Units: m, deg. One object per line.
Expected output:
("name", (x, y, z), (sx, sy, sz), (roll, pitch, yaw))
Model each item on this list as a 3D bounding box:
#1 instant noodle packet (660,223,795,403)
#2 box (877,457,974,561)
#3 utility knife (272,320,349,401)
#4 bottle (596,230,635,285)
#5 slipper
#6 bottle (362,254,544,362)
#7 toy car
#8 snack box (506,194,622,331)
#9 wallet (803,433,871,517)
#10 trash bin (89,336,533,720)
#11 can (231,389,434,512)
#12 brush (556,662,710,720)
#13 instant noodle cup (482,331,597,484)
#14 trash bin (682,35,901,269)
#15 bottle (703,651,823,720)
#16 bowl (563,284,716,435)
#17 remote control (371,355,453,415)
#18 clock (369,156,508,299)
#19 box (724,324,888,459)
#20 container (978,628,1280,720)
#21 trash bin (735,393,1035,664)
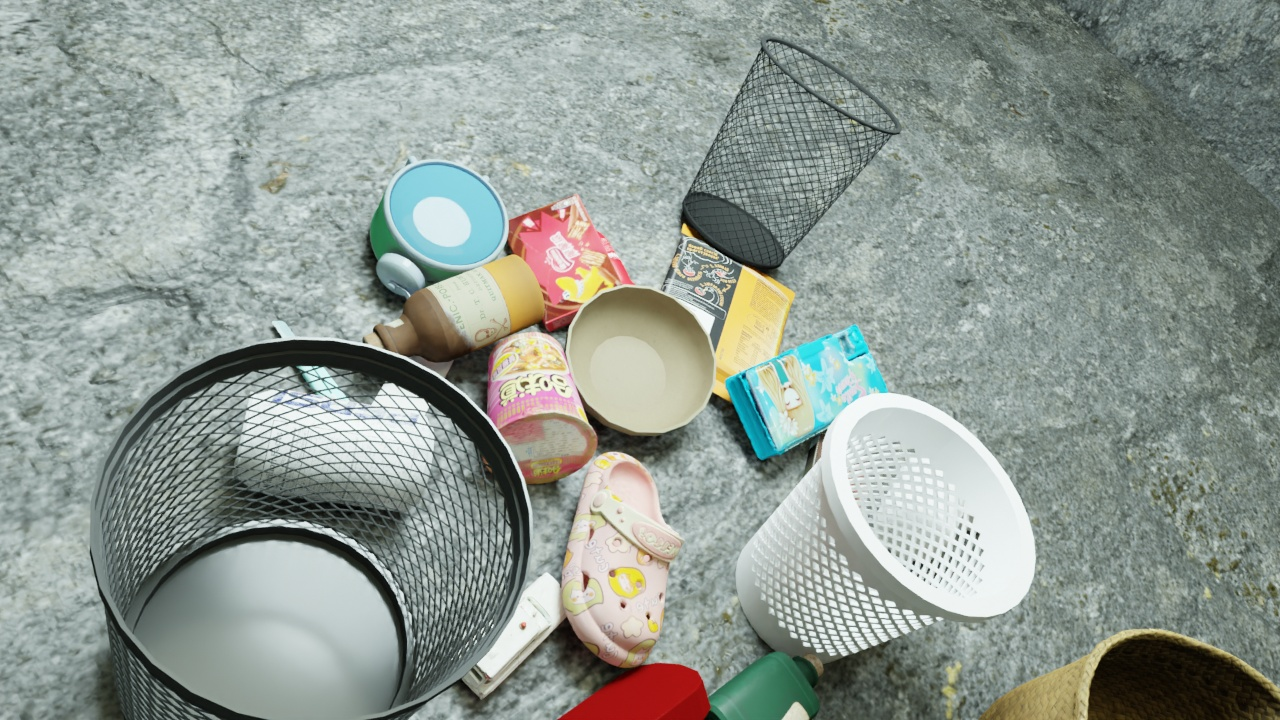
("instant noodle packet", (0.091, -0.049, 1.024), (0.160, 0.032, 0.220), (31, 45, -9))
("box", (0.326, 0.164, 0.964), (0.141, 0.084, 0.139), (35, 44, 7))
("utility knife", (-0.274, 0.013, 0.771), (0.022, 0.015, 0.126), (-26, 68, -40))
("bottle", (-0.042, -0.101, 0.979), (0.041, 0.042, 0.141), (-15, 63, -38))
("slipper", (-0.008, 0.150, 0.762), (0.093, 0.082, 0.196), (31, 39, -28))
("bottle", (-0.167, -0.036, 0.808), (0.156, 0.068, 0.068), (-25, 70, -24))
("toy car", (-0.093, 0.206, 0.704), (0.039, 0.039, 0.112), (45, 45, 8))
("snack box", (-0.080, -0.102, 0.945), (0.089, 0.021, 0.133), (-23, 66, -7))
("wallet", (0.202, 0.137, 0.950), (0.072, 0.020, 0.122), (30, 45, -7))
("trash bin", (-0.207, 0.140, 0.555), (0.217, 0.228, 0.217), (16, 48, -19))
("can", (-0.234, 0.069, 0.703), (0.136, 0.078, 0.078), (13, 50, -22))
("brush", (-0.024, 0.280, 0.661), (0.173, 0.082, 0.042), (-22, 98, -41))
("instant noodle cup", (-0.095, 0.037, 0.808), (0.097, 0.098, 0.108), (9, 43, -25))
("trash bin", (0.163, -0.231, 1.068), (0.184, 0.211, 0.183), (24, 32, -16))
("bottle", (0.103, 0.279, 0.747), (0.131, 0.061, 0.061), (-21, 70, -40))
("bowl", (-0.005, 0.005, 0.895), (0.152, 0.051, 0.152), (7, 67, -17))
("remote control", (-0.201, 0.023, 0.805), (0.043, 0.013, 0.136), (27, 46, -9))
("clock", (-0.194, -0.108, 0.878), (0.121, 0.076, 0.161), (11, 63, -25))
("box", (0.187, 0.028, 0.993), (0.226, 0.041, 0.094), (-20, 85, -44))
("container", (0.409, 0.394, 0.745), (0.306, 0.197, 0.306), (17, 49, -21))
("trash bin", (0.190, 0.164, 0.793), (0.195, 0.200, 0.195), (16, 48, -19))
